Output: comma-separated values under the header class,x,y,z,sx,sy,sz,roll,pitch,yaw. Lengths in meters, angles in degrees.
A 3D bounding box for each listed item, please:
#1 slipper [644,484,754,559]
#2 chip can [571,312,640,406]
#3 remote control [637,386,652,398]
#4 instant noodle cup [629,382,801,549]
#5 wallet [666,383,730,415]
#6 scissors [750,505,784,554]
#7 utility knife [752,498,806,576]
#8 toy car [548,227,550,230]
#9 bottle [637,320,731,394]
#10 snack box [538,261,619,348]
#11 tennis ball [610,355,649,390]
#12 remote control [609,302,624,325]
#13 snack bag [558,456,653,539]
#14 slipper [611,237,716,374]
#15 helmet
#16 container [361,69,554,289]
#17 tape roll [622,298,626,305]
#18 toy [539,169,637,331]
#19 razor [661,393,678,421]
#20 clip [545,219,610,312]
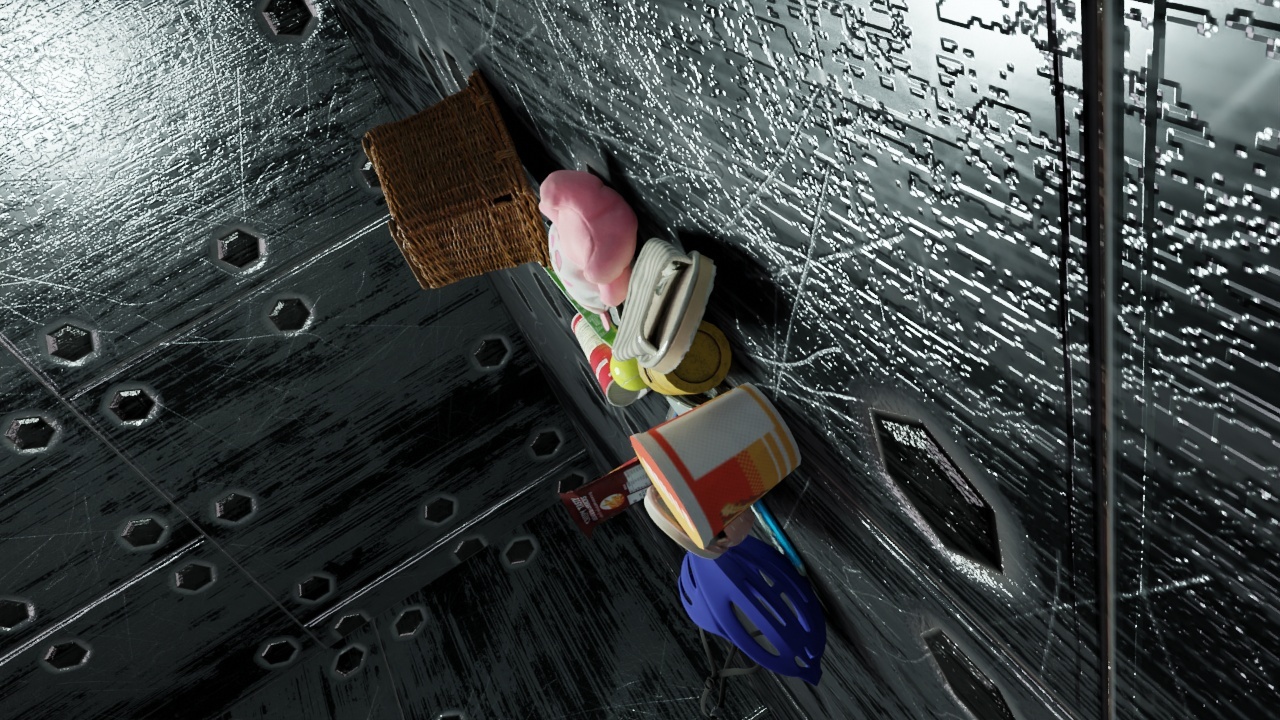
class,x,y,z,sx,sy,sz,roll,pitch,yaw
slipper,0.077,0.156,1.036,0.114,0.054,0.274,37,-169,10
chip can,-0.053,-0.007,1.361,0.052,0.052,0.214,64,177,-33
remote control,-0.013,0.023,1.442,0.074,0.019,0.151,58,171,3
instant noodle cup,0.075,0.092,0.869,0.123,0.121,0.123,56,171,13
wallet,0.088,0.079,1.000,0.132,0.054,0.100,57,173,-24
scissors,0.135,0.175,1.174,0.175,0.032,0.093,49,166,24
utility knife,0.151,0.186,1.128,0.185,0.015,0.031,58,168,10
toy car,-0.082,-0.146,1.173,0.092,0.040,0.037,55,171,30
bottle,0.037,0.000,0.928,0.071,0.071,0.164,58,171,-2
snack box,-0.070,-0.075,1.283,0.168,0.027,0.132,51,-176,24
tennis ball,-0.007,0.007,1.209,0.065,0.065,0.065,56,171,13
remote control,-0.044,-0.107,1.108,0.033,0.013,0.136,23,134,69
snack bag,-0.009,0.183,1.354,0.066,0.207,0.139,53,170,32
slipper,0.011,-0.050,0.815,0.054,0.114,0.273,17,180,-9
helmet,0.117,0.338,1.166,0.241,0.228,0.147,39,-161,12
container,-0.243,-0.225,1.212,0.162,0.183,0.249,75,172,-56
tape roll,-0.006,-0.053,1.153,0.094,0.018,0.094,56,171,13
toy,-0.050,-0.117,0.969,0.142,0.084,0.213,61,170,11
razor,0.028,0.037,1.279,0.144,0.022,0.043,53,129,54
clip,-0.074,-0.126,1.255,0.163,0.028,0.115,52,171,37
